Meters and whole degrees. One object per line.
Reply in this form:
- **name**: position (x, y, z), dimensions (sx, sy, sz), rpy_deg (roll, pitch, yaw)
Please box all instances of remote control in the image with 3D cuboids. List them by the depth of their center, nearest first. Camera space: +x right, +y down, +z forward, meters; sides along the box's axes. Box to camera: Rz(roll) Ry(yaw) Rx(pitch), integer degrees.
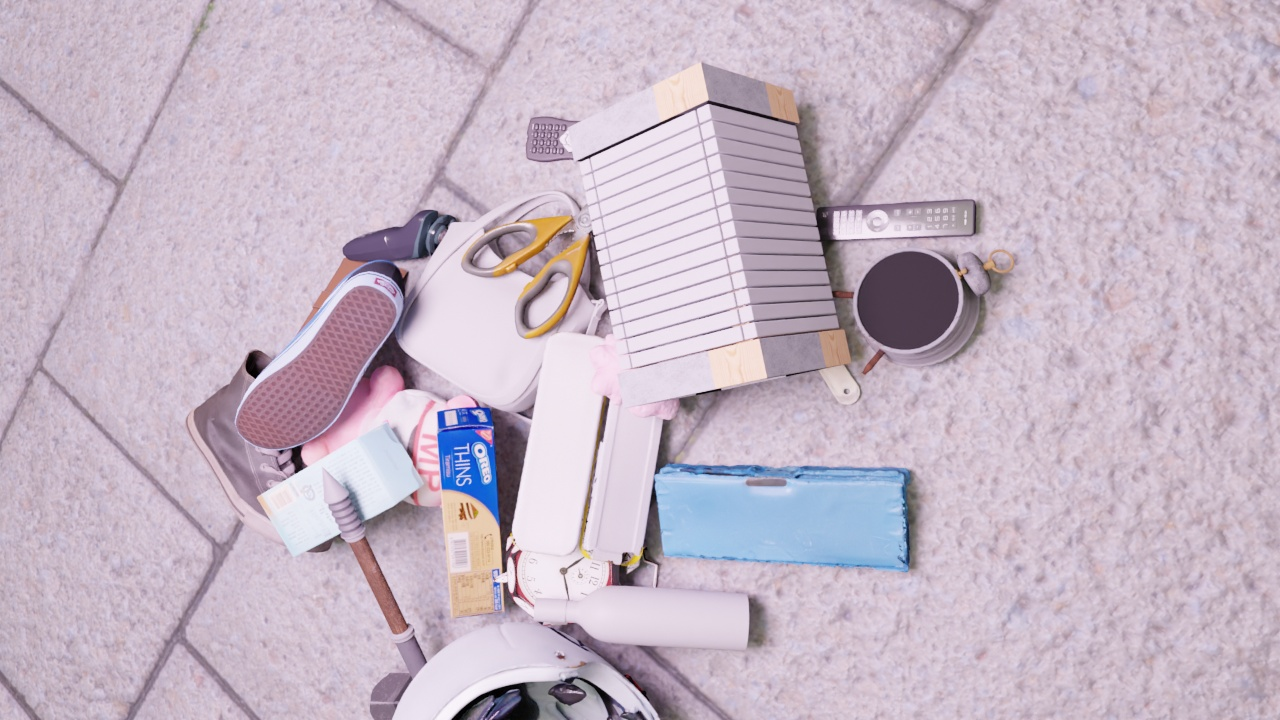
- **remote control**: position (0.224, -0.123, 0.813), dimensions (0.137, 0.015, 0.032), rpy_deg (1, 91, 24)
- **remote control**: position (-0.060, -0.223, 0.928), dimensions (0.124, 0.009, 0.046), rpy_deg (7, 93, 21)

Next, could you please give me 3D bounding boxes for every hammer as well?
- **hammer**: position (-0.252, 0.243, 0.916), dimensions (0.156, 0.042, 0.322), rpy_deg (-7, 116, 21)

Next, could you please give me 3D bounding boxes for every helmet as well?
- **helmet**: position (-0.114, 0.361, 0.857), dimensions (0.236, 0.264, 0.164), rpy_deg (-46, 29, -9)

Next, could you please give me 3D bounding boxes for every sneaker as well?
- **sneaker**: position (-0.315, -0.007, 0.933), dimensions (0.083, 0.098, 0.242), rpy_deg (38, 111, -21)
- **sneaker**: position (-0.403, 0.104, 1.027), dimensions (0.120, 0.095, 0.234), rpy_deg (-47, 68, 15)

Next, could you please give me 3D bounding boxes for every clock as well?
- **clock**: position (0.245, -0.054, 0.783), dimensions (0.148, 0.056, 0.104), rpy_deg (-28, 72, 24)
- **clock**: position (-0.058, 0.202, 0.903), dimensions (0.154, 0.065, 0.115), rpy_deg (20, 98, -9)

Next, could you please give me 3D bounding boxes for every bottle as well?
- **bottle**: position (0.000, 0.236, 0.850), dimensions (0.195, 0.052, 0.052), rpy_deg (3, 92, 0)

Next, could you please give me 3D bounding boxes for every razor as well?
- **razor**: position (-0.264, -0.131, 0.994), dimensions (0.143, 0.047, 0.052), rpy_deg (-5, 113, 24)

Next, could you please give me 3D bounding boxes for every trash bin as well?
- **trash bin**: position (0.060, -0.099, 0.789), dimensions (0.143, 0.142, 0.247), rpy_deg (-14, 86, 39)

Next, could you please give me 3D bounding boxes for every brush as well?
- **brush**: position (0.138, -0.053, 0.850), dimensions (0.033, 0.012, 0.217), rpy_deg (-35, 79, 18)

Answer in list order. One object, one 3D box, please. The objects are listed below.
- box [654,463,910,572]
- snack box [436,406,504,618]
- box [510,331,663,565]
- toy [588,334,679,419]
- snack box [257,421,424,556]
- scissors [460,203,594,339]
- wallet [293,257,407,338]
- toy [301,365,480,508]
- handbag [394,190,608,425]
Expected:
- **box**: position (0.125, 0.142, 0.837), dimensions (0.232, 0.048, 0.093), rpy_deg (-1, 91, 22)
- **snack box**: position (-0.166, 0.151, 0.909), dimensions (0.057, 0.056, 0.207), rpy_deg (-4, 109, -11)
- **box**: position (-0.043, 0.081, 0.859), dimensions (0.129, 0.039, 0.209), rpy_deg (12, 79, -13)
- **toy**: position (-0.005, 0.005, 0.839), dimensions (0.050, 0.093, 0.102), rpy_deg (-13, 80, 54)
- **snack box**: position (-0.304, 0.132, 0.926), dimensions (0.175, 0.053, 0.075), rpy_deg (-28, 93, 31)
- **scissors**: position (-0.060, -0.114, 0.888), dimensions (0.225, 0.016, 0.162), rpy_deg (-28, 71, 0)
- **wallet**: position (-0.317, -0.058, 0.998), dimensions (0.087, 0.013, 0.120), rpy_deg (13, 63, 21)
- **toy**: position (-0.257, 0.079, 0.970), dimensions (0.213, 0.084, 0.142), rpy_deg (14, 97, 22)
- **handbag**: position (-0.120, -0.065, 0.933), dimensions (0.216, 0.095, 0.222), rpy_deg (31, 89, 17)
